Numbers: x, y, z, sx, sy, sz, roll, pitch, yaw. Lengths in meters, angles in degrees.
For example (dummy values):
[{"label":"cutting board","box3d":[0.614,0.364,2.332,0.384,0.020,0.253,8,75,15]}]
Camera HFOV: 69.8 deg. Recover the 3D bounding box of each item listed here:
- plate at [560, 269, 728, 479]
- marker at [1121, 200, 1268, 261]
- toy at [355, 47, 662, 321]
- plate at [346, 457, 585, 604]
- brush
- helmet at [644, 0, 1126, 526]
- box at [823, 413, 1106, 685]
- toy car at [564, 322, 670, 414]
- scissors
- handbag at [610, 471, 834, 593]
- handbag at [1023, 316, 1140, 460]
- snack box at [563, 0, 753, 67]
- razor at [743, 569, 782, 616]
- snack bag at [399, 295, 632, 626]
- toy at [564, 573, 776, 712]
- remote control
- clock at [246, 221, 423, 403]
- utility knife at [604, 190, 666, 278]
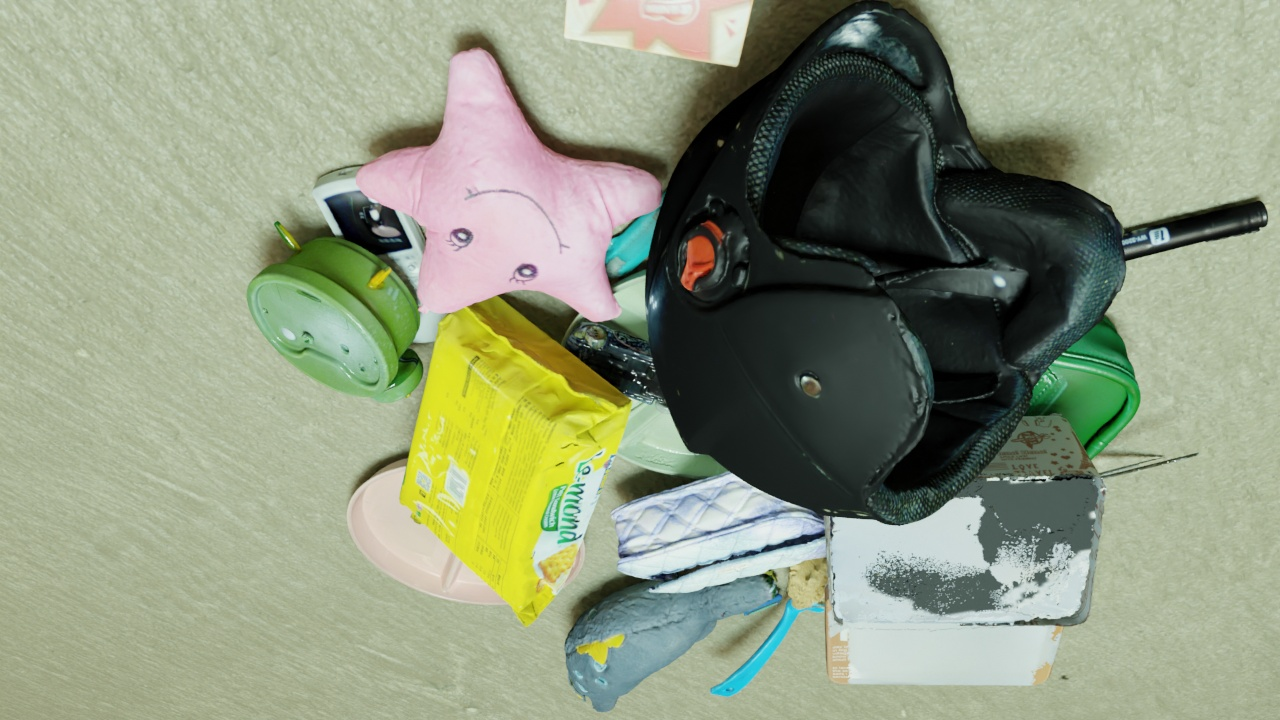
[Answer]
[{"label":"plate","box3d":[0.050,0.012,0.713,0.230,0.027,0.231,3,135,3]},{"label":"marker","box3d":[0.333,-0.078,0.601,0.132,0.020,0.022,-14,147,17]},{"label":"toy","box3d":[-0.085,-0.085,0.599,0.194,0.074,0.179,34,120,-23]},{"label":"plate","box3d":[-0.166,0.165,0.885,0.229,0.028,0.230,4,135,3]},{"label":"brush","box3d":[0.143,0.264,0.911,0.083,0.045,0.255,18,122,-24]},{"label":"helmet","box3d":[0.112,-0.044,0.518,0.231,0.232,0.275,-6,101,49]},{"label":"box","box3d":[0.226,0.168,0.677,0.178,0.088,0.262,-2,119,9]},{"label":"toy car","box3d":[-0.004,0.004,0.668,0.105,0.031,0.049,20,135,2]},{"label":"scissors","box3d":[0.345,0.095,0.726,0.178,0.014,0.159,-26,166,41]},{"label":"handbag","box3d":[0.078,0.149,0.791,0.194,0.075,0.134,-23,150,32]},{"label":"handbag","box3d":[0.282,0.024,0.671,0.120,0.067,0.132,14,134,-7]},{"label":"snack box","box3d":[0.015,-0.215,0.463,0.093,0.076,0.095,9,135,-3]},{"label":"razor","box3d":[0.127,0.193,0.884,0.042,0.022,0.143,-16,136,-26]},{"label":"snack bag","box3d":[-0.108,0.078,0.698,0.158,0.068,0.247,37,129,22]},{"label":"toy","box3d":[-0.002,0.290,0.947,0.137,0.091,0.358,18,136,-27]},{"label":"remote control","box3d":[-0.179,-0.071,0.663,0.058,0.021,0.150,-7,133,12]},{"label":"clock","box3d":[-0.217,-0.022,0.671,0.116,0.056,0.162,23,143,12]},{"label":"utility knife","box3d":[0.029,-0.109,0.608,0.029,0.013,0.194,31,129,-23]}]
